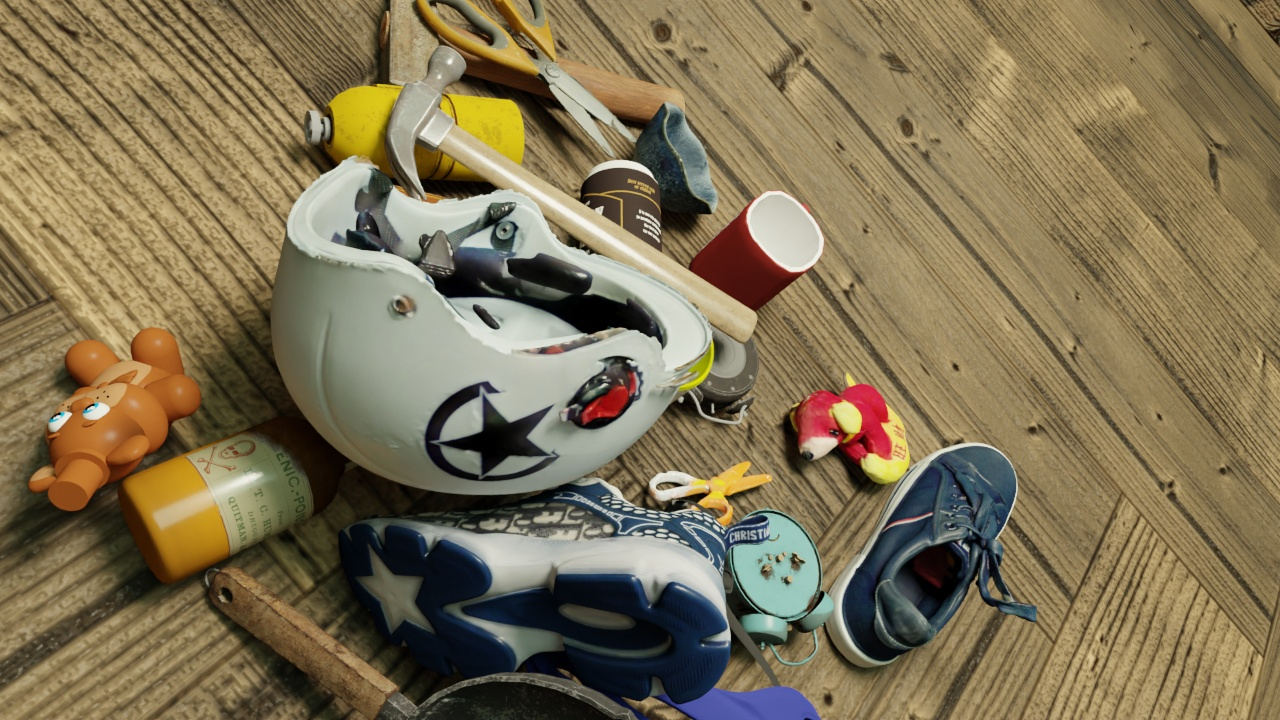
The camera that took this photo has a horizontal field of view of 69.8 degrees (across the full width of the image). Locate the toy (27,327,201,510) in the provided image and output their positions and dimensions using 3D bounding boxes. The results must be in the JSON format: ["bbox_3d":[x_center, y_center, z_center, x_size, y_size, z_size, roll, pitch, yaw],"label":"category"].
[{"bbox_3d":[-0.310,0.034,0.530,0.127,0.095,0.065,-104,175,-61],"label":"toy"}]

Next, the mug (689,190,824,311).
[{"bbox_3d":[0.115,-0.104,0.858,0.080,0.097,0.116,48,51,-1],"label":"mug"}]

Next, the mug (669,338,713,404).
[{"bbox_3d":[-0.004,0.004,0.725,0.082,0.106,0.082,14,59,-25],"label":"mug"}]

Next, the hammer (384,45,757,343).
[{"bbox_3d":[-0.047,-0.108,0.722,0.331,0.031,0.119,32,66,-15],"label":"hammer"}]

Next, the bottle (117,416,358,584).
[{"bbox_3d":[-0.232,0.074,0.575,0.156,0.068,0.068,-26,81,-38],"label":"bottle"}]

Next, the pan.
[{"bbox_3d":[-0.115,0.225,0.535,0.357,0.208,0.040,35,18,12],"label":"pan"}]

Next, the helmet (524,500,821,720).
[{"bbox_3d":[0.041,0.215,0.611,0.241,0.148,0.227,24,57,-3],"label":"helmet"}]

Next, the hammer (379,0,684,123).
[{"bbox_3d":[-0.090,-0.274,0.861,0.300,0.037,0.157,8,62,-28],"label":"hammer"}]

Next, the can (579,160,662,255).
[{"bbox_3d":[-0.017,-0.103,0.794,0.071,0.072,0.128,13,60,-26],"label":"can"}]

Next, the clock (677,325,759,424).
[{"bbox_3d":[0.057,0.004,0.802,0.091,0.044,0.122,13,60,-25],"label":"clock"}]

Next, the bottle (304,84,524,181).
[{"bbox_3d":[-0.183,-0.182,0.737,0.163,0.071,0.071,-4,68,-33],"label":"bottle"}]

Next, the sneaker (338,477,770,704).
[{"bbox_3d":[-0.058,0.121,0.576,0.132,0.270,0.103,-48,134,-56],"label":"sneaker"}]

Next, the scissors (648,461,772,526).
[{"bbox_3d":[0.057,0.101,0.763,0.084,0.012,0.132,25,25,24],"label":"scissors"}]

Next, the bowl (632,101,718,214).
[{"bbox_3d":[0.028,-0.181,0.862,0.110,0.055,0.110,52,26,-38],"label":"bowl"}]

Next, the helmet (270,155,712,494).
[{"bbox_3d":[-0.096,-0.003,0.576,0.263,0.164,0.236,9,25,-34],"label":"helmet"}]

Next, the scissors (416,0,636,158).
[{"bbox_3d":[-0.088,-0.278,0.829,0.225,0.016,0.165,34,54,-13],"label":"scissors"}]

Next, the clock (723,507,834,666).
[{"bbox_3d":[0.105,0.181,0.733,0.089,0.053,0.124,-6,69,-32],"label":"clock"}]

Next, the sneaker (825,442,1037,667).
[{"bbox_3d":[0.287,0.156,0.814,0.293,0.128,0.120,-35,85,-40],"label":"sneaker"}]

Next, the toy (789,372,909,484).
[{"bbox_3d":[0.199,0.059,0.851,0.137,0.067,0.105,16,54,-33],"label":"toy"}]

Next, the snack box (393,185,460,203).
[{"bbox_3d":[-0.172,-0.060,0.698,0.146,0.041,0.143,8,62,-28],"label":"snack box"}]
